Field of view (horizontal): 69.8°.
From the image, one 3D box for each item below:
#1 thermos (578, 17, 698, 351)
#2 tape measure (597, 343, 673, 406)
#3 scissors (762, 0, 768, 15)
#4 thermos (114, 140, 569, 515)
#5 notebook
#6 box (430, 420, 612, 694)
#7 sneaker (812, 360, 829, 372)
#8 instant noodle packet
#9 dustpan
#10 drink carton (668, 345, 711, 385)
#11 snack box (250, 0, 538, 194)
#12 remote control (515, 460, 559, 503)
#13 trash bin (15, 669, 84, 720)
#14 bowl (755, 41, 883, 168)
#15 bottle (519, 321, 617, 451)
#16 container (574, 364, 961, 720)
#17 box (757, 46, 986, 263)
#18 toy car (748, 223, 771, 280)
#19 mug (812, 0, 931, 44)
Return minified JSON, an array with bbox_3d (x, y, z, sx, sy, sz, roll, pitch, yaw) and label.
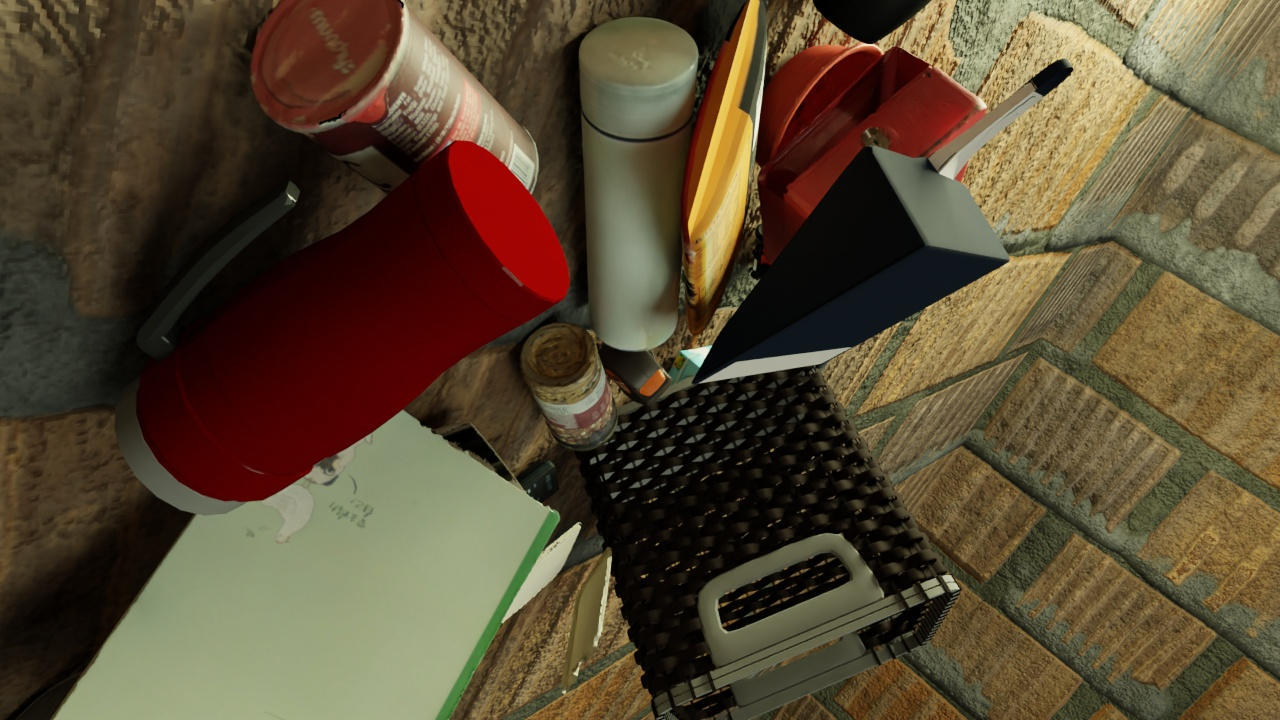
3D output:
[{"bbox_3d":[-0.003,-0.100,0.583,0.067,0.068,0.230,-36,151,-26],"label":"thermos"},{"bbox_3d":[-0.004,0.004,0.733,0.038,0.059,0.058,-46,-166,-10],"label":"tape measure"},{"bbox_3d":[0.074,-0.256,0.552,0.157,0.012,0.172,-26,146,-38],"label":"scissors"},{"bbox_3d":[-0.139,-0.016,0.394,0.199,0.083,0.108,-31,127,19],"label":"thermos"},{"bbox_3d":[-0.172,0.148,0.493,0.182,0.010,0.252,38,68,-23],"label":"notebook"},{"bbox_3d":[-0.073,0.140,0.648,0.104,0.187,0.144,-19,148,-41],"label":"box"},{"bbox_3d":[0.141,0.034,0.970,0.235,0.087,0.089,-48,154,-2],"label":"sneaker"},{"bbox_3d":[0.053,-0.113,0.590,0.221,0.032,0.159,77,28,-73],"label":"instant noodle packet"},{"bbox_3d":[0.178,-0.088,0.624,0.274,0.080,0.235,-32,166,30],"label":"dustpan"},{"bbox_3d":[0.076,0.006,0.884,0.128,0.038,0.044,-13,137,-51],"label":"drink carton"},{"bbox_3d":[-0.102,-0.107,0.408,0.072,0.072,0.121,-50,156,1],"label":"snack box"},{"bbox_3d":[-0.132,0.135,0.752,0.150,0.022,0.047,-36,152,-22],"label":"remote control"},{"bbox_3d":[-0.276,0.272,0.557,0.156,0.156,0.183,-43,151,-13],"label":"trash bin"},{"bbox_3d":[0.126,-0.187,0.692,0.130,0.045,0.131,-37,152,-24],"label":"bowl"},{"bbox_3d":[-0.051,0.021,0.682,0.056,0.056,0.105,-42,154,-15],"label":"bottle"},{"bbox_3d":[0.098,0.164,0.819,0.247,0.243,0.246,-22,151,-1],"label":"container"},{"bbox_3d":[0.167,-0.132,0.685,0.157,0.087,0.129,-44,159,-9],"label":"box"},{"bbox_3d":[0.140,-0.107,0.820,0.100,0.049,0.051,-40,153,-20],"label":"toy car"},{"bbox_3d":[0.168,-0.275,0.617,0.100,0.085,0.118,-54,-174,34],"label":"mug"}]
